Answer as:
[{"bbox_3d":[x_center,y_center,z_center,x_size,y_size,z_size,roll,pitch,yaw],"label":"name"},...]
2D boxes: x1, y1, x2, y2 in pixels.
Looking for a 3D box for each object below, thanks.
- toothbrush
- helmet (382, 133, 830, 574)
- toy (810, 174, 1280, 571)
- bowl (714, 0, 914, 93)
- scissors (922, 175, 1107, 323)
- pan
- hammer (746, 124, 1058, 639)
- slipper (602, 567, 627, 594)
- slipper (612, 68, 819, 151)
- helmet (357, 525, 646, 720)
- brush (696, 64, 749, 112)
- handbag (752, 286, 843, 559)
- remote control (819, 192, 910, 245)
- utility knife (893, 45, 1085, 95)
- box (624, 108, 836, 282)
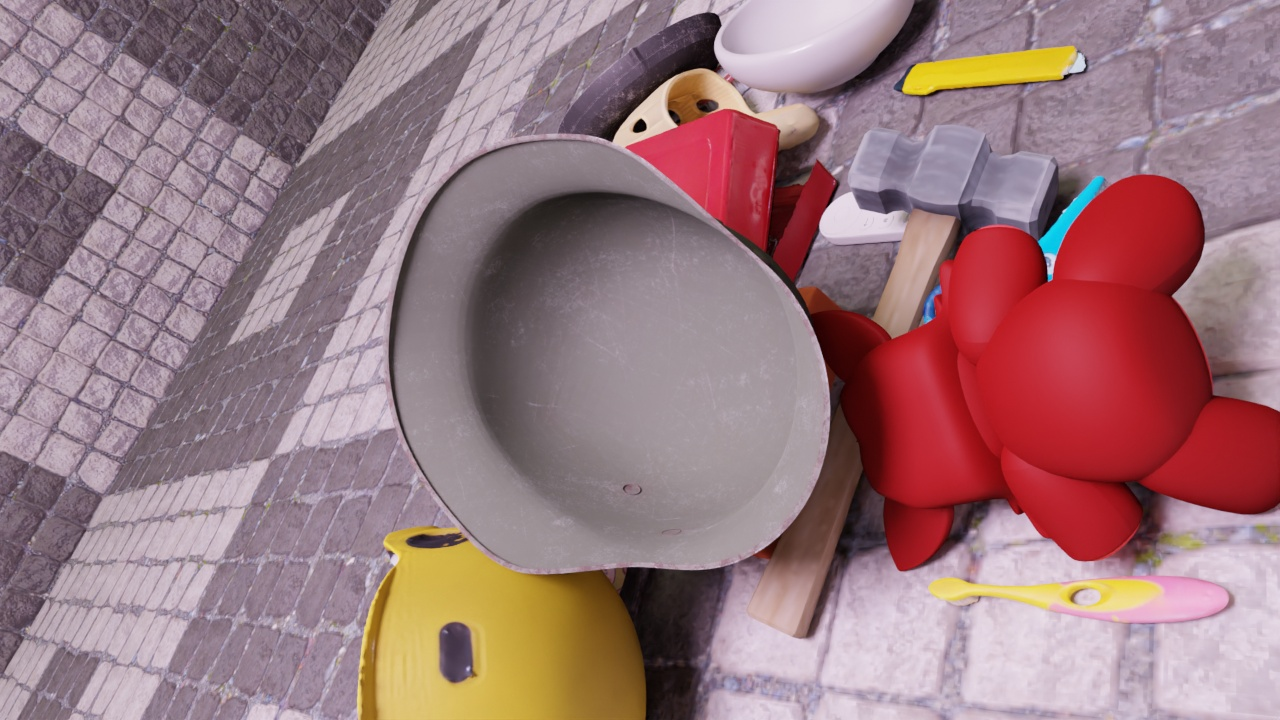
[{"bbox_3d":[0.201,0.111,0.433,0.136,0.016,0.021,-12,49,44],"label":"toothbrush"},{"bbox_3d":[0.002,0.001,0.522,0.268,0.153,0.227,26,107,32],"label":"helmet"},{"bbox_3d":[0.181,0.017,0.447,0.198,0.120,0.158,-27,81,52],"label":"toy"},{"bbox_3d":[0.156,-0.282,0.792,0.177,0.066,0.176,-22,36,16],"label":"bowl"},{"bbox_3d":[0.219,-0.054,0.517,0.140,0.083,0.015,-56,-12,0],"label":"scissors"},{"bbox_3d":[0.070,-0.319,0.936,0.357,0.040,0.207,-34,-1,5],"label":"pan"},{"bbox_3d":[0.142,0.009,0.556,0.117,0.051,0.322,19,81,29],"label":"hammer"},{"bbox_3d":[-0.084,0.115,0.697,0.197,0.081,0.093,49,128,44],"label":"slipper"},{"bbox_3d":[0.050,-0.226,0.849,0.111,0.079,0.262,-29,24,-30],"label":"slipper"},{"bbox_3d":[-0.066,0.191,0.536,0.240,0.139,0.209,110,148,-81],"label":"helmet"},{"bbox_3d":[0.124,-0.310,0.911,0.173,0.030,0.040,-39,34,25],"label":"brush"},{"bbox_3d":[0.069,0.042,0.623,0.109,0.060,0.171,-2,59,52],"label":"handbag"},{"bbox_3d":[0.184,-0.106,0.658,0.137,0.013,0.043,4,64,54],"label":"remote control"},{"bbox_3d":[0.250,-0.209,0.667,0.156,0.017,0.030,16,78,57],"label":"utility knife"},{"bbox_3d":[0.050,-0.118,0.748,0.158,0.122,0.136,0,65,52],"label":"box"}]
